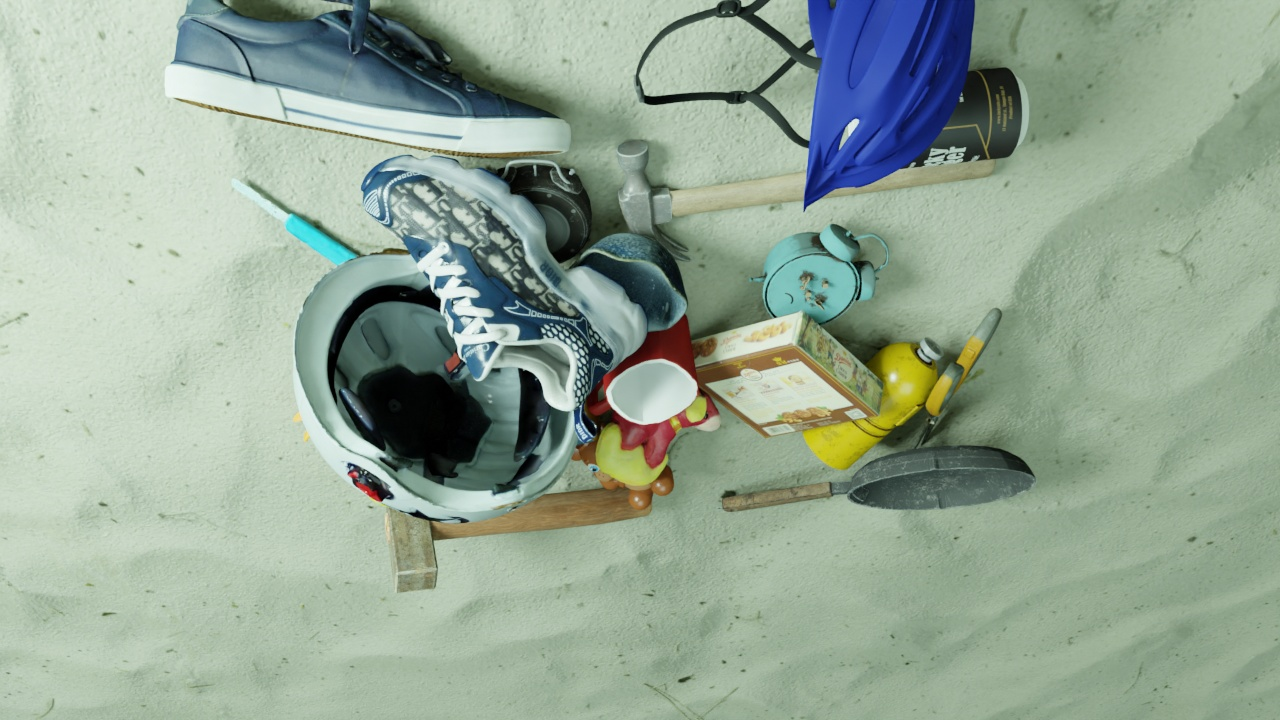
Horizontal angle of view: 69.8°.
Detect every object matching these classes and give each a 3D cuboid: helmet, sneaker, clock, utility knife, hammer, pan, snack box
[{"bbox_3d":[0.117,-0.229,0.653,0.228,0.241,0.148,12,172,11],"label":"helmet"},{"bbox_3d":[-0.120,-0.048,0.745,0.269,0.132,0.103,38,142,-21],"label":"sneaker"},{"bbox_3d":[0.169,-0.082,0.854,0.124,0.053,0.090,-26,130,18],"label":"clock"},{"bbox_3d":[-0.193,0.032,0.828,0.263,0.236,0.164,25,146,-23],"label":"helmet"},{"bbox_3d":[-0.291,-0.111,0.813,0.022,0.015,0.158,-33,129,23],"label":"utility knife"},{"bbox_3d":[-0.190,-0.224,0.684,0.294,0.121,0.127,10,97,-14],"label":"sneaker"},{"bbox_3d":[-0.088,-0.131,0.793,0.091,0.043,0.123,1,136,-1],"label":"clock"},{"bbox_3d":[-0.129,0.165,1.024,0.300,0.157,0.037,-2,134,-20],"label":"hammer"},{"bbox_3d":[0.261,0.142,1.055,0.357,0.040,0.207,-7,158,18],"label":"pan"},{"bbox_3d":[0.146,-0.157,0.810,0.331,0.030,0.119,-9,133,-1],"label":"hammer"},{"bbox_3d":[0.141,0.018,0.914,0.143,0.041,0.147,-16,138,43],"label":"snack box"}]

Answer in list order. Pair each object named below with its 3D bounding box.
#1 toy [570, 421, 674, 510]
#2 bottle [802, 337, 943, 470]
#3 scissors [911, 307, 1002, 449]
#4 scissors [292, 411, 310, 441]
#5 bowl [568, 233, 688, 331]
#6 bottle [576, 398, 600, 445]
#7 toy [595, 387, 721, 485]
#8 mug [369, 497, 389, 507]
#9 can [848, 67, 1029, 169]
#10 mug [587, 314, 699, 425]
[{"bbox_3d":[-0.027,0.109,1.007,0.127,0.065,0.095,30,126,-22],"label":"toy"},{"bbox_3d":[0.249,0.040,0.960,0.071,0.071,0.164,24,126,-24],"label":"bottle"},{"bbox_3d":[0.312,0.047,0.960,0.016,0.165,0.226,34,135,20],"label":"scissors"},{"bbox_3d":[-0.330,0.037,0.938,0.133,0.012,0.084,-21,94,37],"label":"scissors"},{"bbox_3d":[-0.007,-0.077,0.815,0.110,0.055,0.110,15,149,9],"label":"bowl"},{"bbox_3d":[-0.125,0.068,0.956,0.157,0.067,0.068,-14,132,8],"label":"bottle"},{"bbox_3d":[0.012,0.070,0.951,0.137,0.067,0.105,-36,125,-4],"label":"toy"},{"bbox_3d":[-0.247,0.090,0.957,0.082,0.082,0.106,9,130,-13],"label":"mug"},{"bbox_3d":[0.240,-0.195,0.745,0.128,0.071,0.072,-6,132,1],"label":"can"},{"bbox_3d":[-0.005,0.005,0.889,0.117,0.096,0.080,-31,128,21],"label":"mug"}]
